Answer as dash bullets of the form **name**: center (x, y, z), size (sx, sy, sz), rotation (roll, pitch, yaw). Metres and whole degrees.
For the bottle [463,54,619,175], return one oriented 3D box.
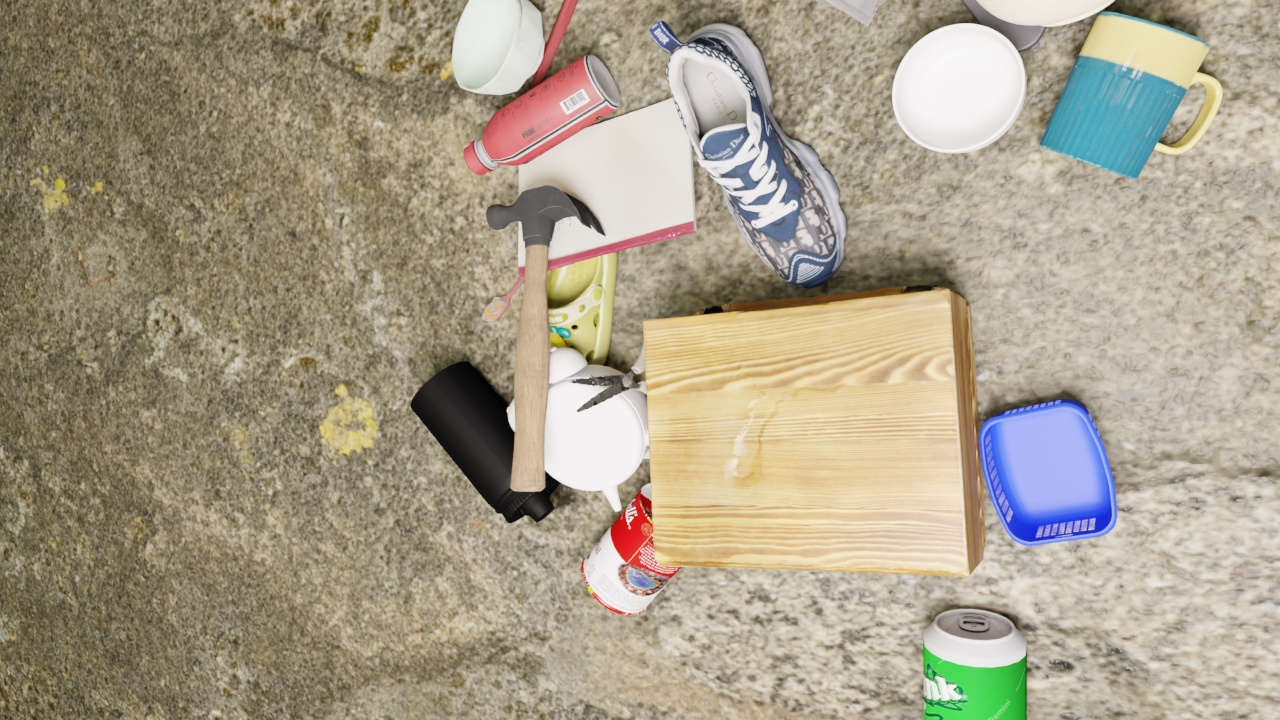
- **bottle**: center (-0.109, -0.249, 0.962), size (0.177, 0.062, 0.062), rotation (-25, 86, 23)

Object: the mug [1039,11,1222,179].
- **mug**: center (0.385, -0.198, 0.710), size (0.113, 0.083, 0.107), rotation (18, 109, -4)

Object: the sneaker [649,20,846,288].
- **sneaker**: center (0.093, -0.184, 0.832), size (0.103, 0.132, 0.269), rotation (-27, 90, 27)

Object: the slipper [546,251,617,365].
- **slipper**: center (-0.078, -0.055, 0.979), size (0.092, 0.081, 0.191), rotation (19, 104, 22)

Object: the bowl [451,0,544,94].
- **bowl**: center (-0.141, -0.332, 0.966), size (0.118, 0.061, 0.117), rotation (-8, 79, 45)

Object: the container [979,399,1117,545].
- **container**: center (0.349, 0.092, 0.786), size (0.096, 0.058, 0.114), rotation (-16, 91, 29)

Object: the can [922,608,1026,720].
- **can**: center (0.302, 0.305, 0.831), size (0.088, 0.087, 0.140), rotation (1, 99, 28)

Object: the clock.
- **clock**: center (-0.052, 0.066, 0.964), size (0.161, 0.072, 0.126), rotation (38, 115, 0)

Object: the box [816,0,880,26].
- **box**: center (0.053, -0.388, 0.648), size (0.119, 0.477, 0.167), rotation (44, 118, 45)

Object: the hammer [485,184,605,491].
- **hammer**: center (-0.102, -0.024, 0.915), size (0.132, 0.040, 0.305), rotation (-7, 76, 32)

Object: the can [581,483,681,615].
- **can**: center (0.003, 0.201, 0.974), size (0.086, 0.086, 0.117), rotation (44, 115, 15)

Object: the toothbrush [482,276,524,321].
- **toothbrush**: center (-0.122, -0.110, 1.029), size (0.185, 0.015, 0.015), rotation (-48, 69, 24)

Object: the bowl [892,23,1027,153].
- **bowl**: center (0.272, -0.227, 0.776), size (0.105, 0.054, 0.105), rotation (5, 99, 29)

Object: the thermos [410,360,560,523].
- **thermos**: center (-0.168, 0.102, 1.049), size (0.198, 0.086, 0.086), rotation (48, 117, 13)

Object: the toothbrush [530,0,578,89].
- **toothbrush**: center (-0.106, -0.315, 0.984), size (0.016, 0.016, 0.190), rotation (36, 113, 19)

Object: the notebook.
- **notebook**: center (-0.041, -0.177, 0.944), size (0.209, 0.012, 0.153), rotation (-10, 72, 28)

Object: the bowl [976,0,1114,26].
- **bowl**: center (0.324, -0.306, 0.699), size (0.151, 0.150, 0.075), rotation (-17, 125, 29)

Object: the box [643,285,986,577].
- **box**: center (0.158, 0.059, 0.836), size (0.280, 0.167, 0.245), rotation (-4, 90, 29)

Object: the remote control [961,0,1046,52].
- **remote control**: center (0.292, -0.312, 0.774), size (0.047, 0.009, 0.124), rotation (-42, 79, 27)

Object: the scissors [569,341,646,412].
- **scissors**: center (0.002, 0.023, 0.915), size (0.013, 0.162, 0.154), rotation (-14, 127, 46)
